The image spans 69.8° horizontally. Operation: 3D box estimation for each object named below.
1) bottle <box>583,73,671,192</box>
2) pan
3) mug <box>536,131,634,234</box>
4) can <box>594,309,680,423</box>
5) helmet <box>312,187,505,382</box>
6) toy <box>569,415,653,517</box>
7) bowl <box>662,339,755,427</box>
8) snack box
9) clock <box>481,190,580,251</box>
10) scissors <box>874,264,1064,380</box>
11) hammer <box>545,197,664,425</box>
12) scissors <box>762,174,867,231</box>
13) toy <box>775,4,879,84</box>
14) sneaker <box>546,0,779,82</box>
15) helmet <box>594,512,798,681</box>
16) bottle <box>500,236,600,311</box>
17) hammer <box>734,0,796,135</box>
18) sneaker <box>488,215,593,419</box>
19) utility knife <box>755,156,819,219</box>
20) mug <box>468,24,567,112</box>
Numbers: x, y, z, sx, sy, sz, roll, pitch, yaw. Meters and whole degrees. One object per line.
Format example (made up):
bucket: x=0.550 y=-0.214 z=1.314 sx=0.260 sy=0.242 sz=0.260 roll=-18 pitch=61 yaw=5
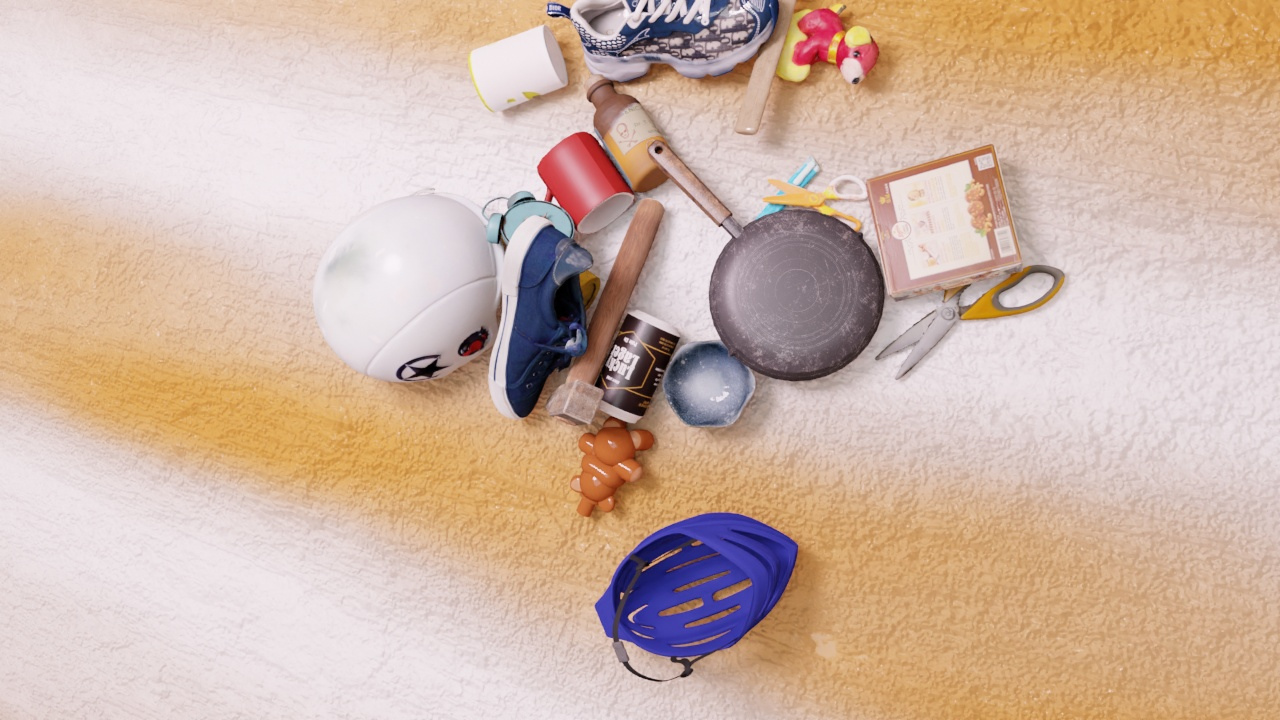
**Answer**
bottle: x=-0.020 y=-0.292 z=1.154 sx=0.068 sy=0.067 sz=0.157 roll=-34 pitch=78 yaw=11
pan: x=0.127 y=-0.134 z=1.065 sx=0.208 sy=0.040 sz=0.357 roll=-44 pitch=83 yaw=3
mug: x=-0.081 y=-0.214 z=1.163 sx=0.116 sy=0.080 sz=0.096 roll=-37 pitch=78 yaw=18
can: x=-0.007 y=0.007 z=1.130 sx=0.072 sy=0.072 sz=0.128 roll=26 pitch=94 yaw=16
helmet: x=-0.305 y=-0.093 z=1.155 sx=0.265 sy=0.163 sz=0.236 roll=-37 pitch=78 yaw=28
toy: x=-0.041 y=0.136 z=1.146 sx=0.095 sy=0.065 sz=0.128 roll=30 pitch=104 yaw=24
bowl: x=0.086 y=0.030 z=1.110 sx=0.110 sy=0.055 sz=0.110 roll=-1 pitch=86 yaw=16
snack box: x=0.342 y=-0.154 z=1.040 sx=0.147 sy=0.041 sz=0.143 roll=-14 pitch=77 yaw=21
clock: x=-0.139 y=-0.159 z=1.126 sx=0.124 sy=0.053 sz=0.089 roll=34 pitch=56 yaw=14
scissors: x=0.361 y=-0.075 z=1.056 sx=0.225 sy=0.016 sz=0.166 roll=-29 pitch=79 yaw=13
hammer: x=-0.038 y=-0.063 z=1.131 sx=0.037 sy=0.158 sz=0.300 roll=24 pitch=79 yaw=-12
scissors: x=0.210 y=-0.203 z=1.100 sx=0.133 sy=0.012 sz=0.084 roll=25 pitch=93 yaw=5
toy: x=0.221 y=-0.379 z=1.098 sx=0.137 sy=0.067 sz=0.105 roll=24 pitch=91 yaw=29
sneaker: x=0.025 y=-0.410 z=1.092 sx=0.270 sy=0.132 sz=0.103 roll=1 pitch=78 yaw=28
helmet: x=0.056 y=0.263 z=1.016 sx=0.242 sy=0.227 sz=0.148 roll=-22 pitch=90 yaw=15
bottle: x=-0.135 y=-0.123 z=1.178 sx=0.164 sy=0.071 sz=0.071 roll=36 pitch=96 yaw=15
hammer: x=0.170 y=-0.427 z=1.093 sx=0.119 sy=0.030 sz=0.331 roll=15 pitch=84 yaw=36
sneaker: x=-0.104 y=-0.022 z=1.083 sx=0.127 sy=0.120 sz=0.295 roll=28 pitch=135 yaw=12
utility knife: x=0.159 y=-0.185 z=1.121 sx=0.158 sy=0.015 sz=0.022 roll=-47 pitch=76 yaw=7
mug: x=-0.158 y=-0.379 z=1.192 sx=0.106 sy=0.082 sz=0.082 roll=-16 pitch=82 yaw=14
